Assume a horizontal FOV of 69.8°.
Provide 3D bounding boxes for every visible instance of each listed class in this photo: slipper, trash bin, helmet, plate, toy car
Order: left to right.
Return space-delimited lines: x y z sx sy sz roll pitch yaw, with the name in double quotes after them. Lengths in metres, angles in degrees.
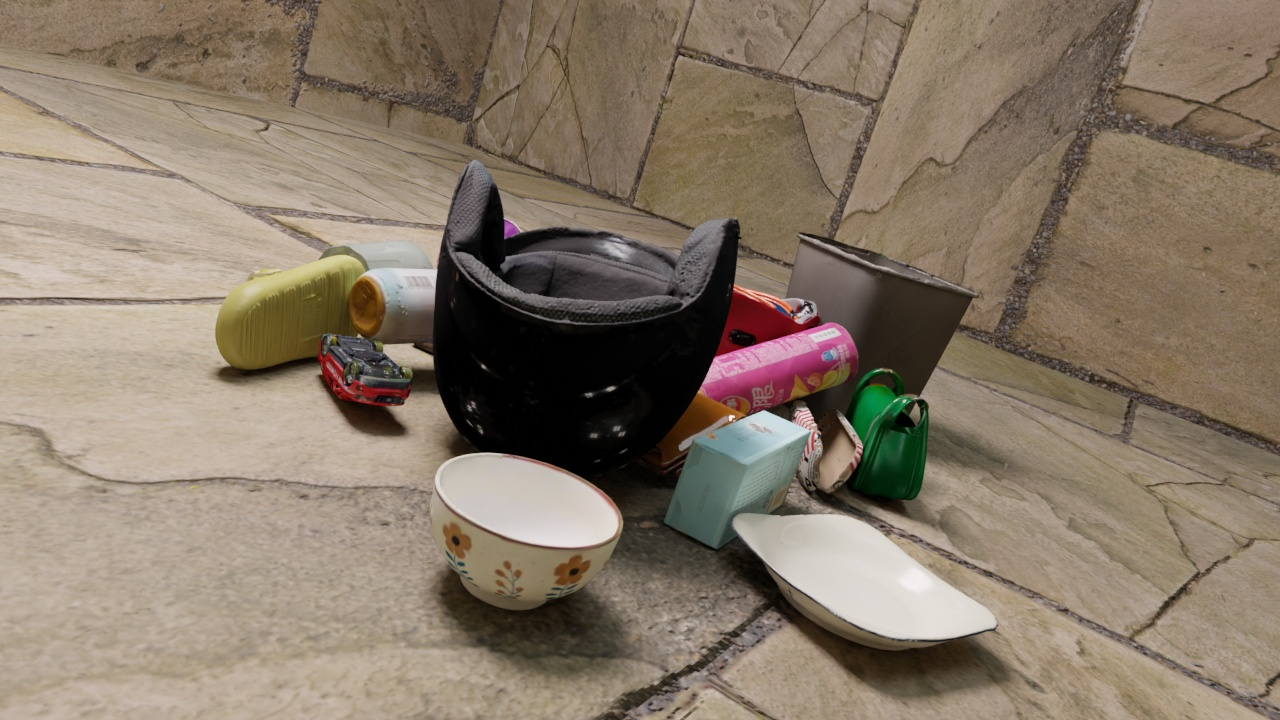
-0.309 -0.049 0.793 0.081 0.092 0.190 19 17 11 "slipper"
-0.227 0.011 0.748 0.052 0.045 0.120 6 12 -36 "toy car"
-0.051 -0.032 0.752 0.233 0.230 0.274 16 15 6 "helmet"
0.098 -0.026 1.093 0.207 0.144 0.239 20 9 15 "helmet"
0.156 0.164 0.670 0.163 0.034 0.164 8 18 -37 "plate"
0.284 -0.031 1.203 0.198 0.220 0.198 10 17 -29 "trash bin"

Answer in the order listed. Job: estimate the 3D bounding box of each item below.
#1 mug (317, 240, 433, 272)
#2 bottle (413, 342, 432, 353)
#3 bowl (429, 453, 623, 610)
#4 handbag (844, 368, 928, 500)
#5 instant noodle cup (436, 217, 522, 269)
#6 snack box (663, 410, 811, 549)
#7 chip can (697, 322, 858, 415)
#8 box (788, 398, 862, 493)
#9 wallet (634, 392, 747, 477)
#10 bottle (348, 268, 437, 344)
-0.300 -0.083 0.980 0.124 0.083 0.103 -5 6 22 "mug"
-0.171 -0.037 1.013 0.080 0.044 0.194 18 12 17 "bottle"
-0.072 0.107 0.542 0.113 0.062 0.113 16 13 -4 "bowl"
0.256 0.078 0.958 0.068 0.120 0.131 13 16 1 "handbag"
-0.212 -0.129 1.211 0.111 0.112 0.099 20 23 5 "instant noodle cup"
0.085 0.094 0.766 0.052 0.074 0.174 23 15 23 "snack box"
0.125 0.018 0.961 0.210 0.071 0.071 -16 29 -25 "chip can"
0.193 0.091 0.941 0.081 0.075 0.163 6 11 -1 "box"
0.012 0.060 0.840 0.118 0.035 0.131 -25 33 -34 "wallet"
-0.178 -0.051 0.864 0.068 0.068 0.189 29 21 37 "bottle"
